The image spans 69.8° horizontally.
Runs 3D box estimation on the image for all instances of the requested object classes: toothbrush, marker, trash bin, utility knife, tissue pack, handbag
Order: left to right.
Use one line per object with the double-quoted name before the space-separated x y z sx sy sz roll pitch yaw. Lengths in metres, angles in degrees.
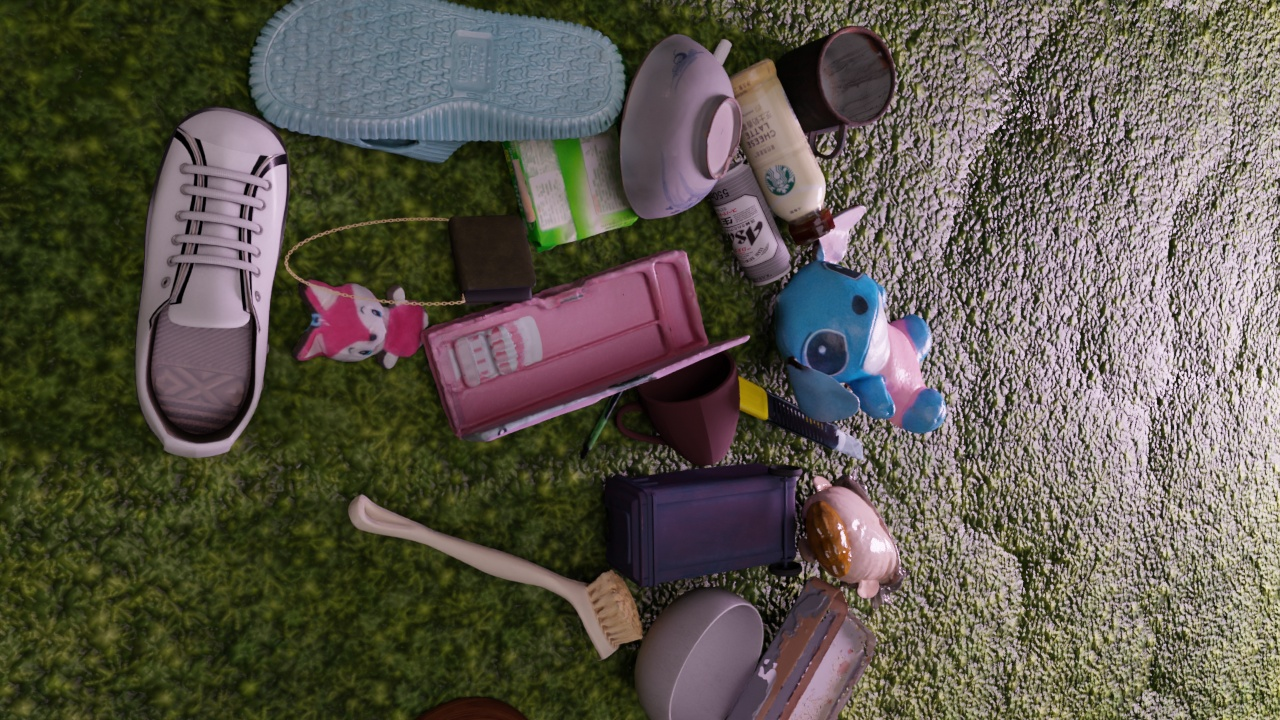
"handbag" -0.173 -0.075 0.698 0.177 0.028 0.084 -4 59 -20
"tissue pack" -0.060 -0.154 0.754 0.099 0.034 0.114 -18 101 -23
"toothbrush" -0.005 0.005 0.806 0.017 0.014 0.188 33 81 -32
"marker" 0.048 -0.225 0.810 0.014 0.014 0.132 30 82 -25
"trash bin" 0.054 0.140 0.802 0.160 0.092 0.094 -4 96 -24
"utility knife" 0.144 0.056 0.878 0.197 0.020 0.028 26 85 -24

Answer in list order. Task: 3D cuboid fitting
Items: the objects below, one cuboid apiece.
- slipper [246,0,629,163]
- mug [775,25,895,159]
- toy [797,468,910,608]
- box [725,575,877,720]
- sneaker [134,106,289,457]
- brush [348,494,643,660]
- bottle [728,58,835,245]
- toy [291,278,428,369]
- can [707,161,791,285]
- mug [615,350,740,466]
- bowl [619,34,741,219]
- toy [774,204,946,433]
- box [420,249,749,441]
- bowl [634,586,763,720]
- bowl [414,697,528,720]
"slipper" -0.146 -0.211 0.689 0.276 0.069 0.116 1 91 -12
"mug" 0.169 -0.235 0.829 0.084 0.081 0.111 6 92 -26
"toy" 0.185 0.166 0.845 0.076 0.132 0.175 -34 154 17
"box" 0.146 0.327 0.877 0.157 0.063 0.216 47 69 -33
"sneaker" -0.290 -0.051 0.618 0.091 0.097 0.245 10 91 -26
"brush" -0.111 0.171 0.750 0.272 0.062 0.077 30 97 -20
"bottle" 0.124 -0.183 0.820 0.056 0.057 0.162 -31 103 -20
"toy" -0.206 -0.027 0.690 0.102 0.050 0.065 5 88 -31
"can" 0.097 -0.123 0.826 0.044 0.044 0.106 -34 108 -19
"mug" 0.036 0.050 0.803 0.114 0.087 0.088 -13 122 6
"bowl" 0.044 -0.184 0.745 0.150 0.057 0.151 -42 141 -48
"toy" 0.207 -0.028 0.863 0.191 0.099 0.223 29 55 -27
"box" -0.039 -0.012 0.717 0.232 0.115 0.099 -19 103 -22
"bowl" 0.045 0.262 0.814 0.131 0.064 0.132 -24 124 -41
"bowl" -0.137 0.358 0.743 0.147 0.069 0.147 -2 96 -25
